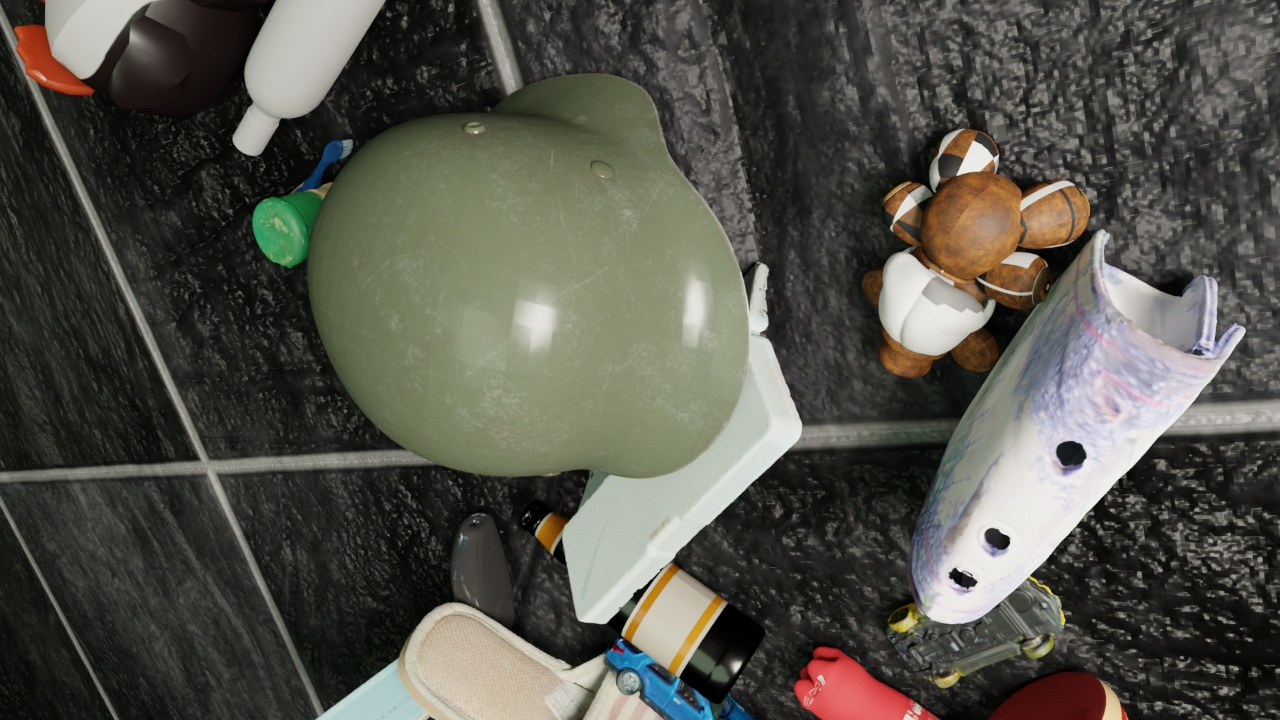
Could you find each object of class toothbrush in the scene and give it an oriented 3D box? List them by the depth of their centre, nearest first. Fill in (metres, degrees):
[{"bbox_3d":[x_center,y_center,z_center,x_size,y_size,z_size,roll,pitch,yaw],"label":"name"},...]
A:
[{"bbox_3d":[-0.244,-0.122,0.668,0.135,0.017,0.021,-33,89,40],"label":"toothbrush"}]

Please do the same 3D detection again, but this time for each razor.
[{"bbox_3d":[-0.132,0.181,0.720,0.064,0.052,0.141,13,117,22],"label":"razor"}]

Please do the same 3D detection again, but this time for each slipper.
[{"bbox_3d":[-0.047,0.254,0.653,0.263,0.114,0.052,31,131,-1],"label":"slipper"}]

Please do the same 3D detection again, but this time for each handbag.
[{"bbox_3d":[0.184,0.034,0.404,0.069,0.126,0.159,32,124,12],"label":"handbag"}]

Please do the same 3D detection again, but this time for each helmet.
[{"bbox_3d":[-0.077,-0.034,0.473,0.268,0.153,0.227,27,116,35],"label":"helmet"}]

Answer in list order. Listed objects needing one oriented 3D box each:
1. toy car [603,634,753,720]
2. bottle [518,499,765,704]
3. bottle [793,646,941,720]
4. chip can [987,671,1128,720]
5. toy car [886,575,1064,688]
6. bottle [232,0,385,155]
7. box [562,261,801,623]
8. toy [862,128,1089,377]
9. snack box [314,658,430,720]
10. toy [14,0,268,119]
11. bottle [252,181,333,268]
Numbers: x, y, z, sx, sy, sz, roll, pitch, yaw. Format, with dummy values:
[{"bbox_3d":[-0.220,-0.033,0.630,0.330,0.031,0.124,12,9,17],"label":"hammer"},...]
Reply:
[{"bbox_3d":[0.029,0.230,0.640,0.120,0.056,0.044,38,104,17],"label":"toy car"},{"bbox_3d":[-0.006,0.154,0.623,0.182,0.059,0.059,33,126,15],"label":"bottle"},{"bbox_3d":[0.162,0.231,0.566,0.141,0.041,0.042,32,125,15],"label":"bottle"},{"bbox_3d":[0.280,0.276,0.488,0.213,0.086,0.087,49,128,1],"label":"chip can"},{"bbox_3d":[0.188,0.149,0.518,0.107,0.030,0.049,-37,89,40],"label":"toy car"},{"bbox_3d":[-0.216,-0.200,0.587,0.196,0.052,0.052,-37,90,38],"label":"bottle"},{"bbox_3d":[0.013,0.047,0.517,0.044,0.135,0.198,23,130,-22],"label":"box"},{"bbox_3d":[0.147,-0.042,0.436,0.087,0.067,0.113,41,145,27],"label":"toy"},{"bbox_3d":[-0.198,0.275,0.729,0.053,0.174,0.075,50,128,10],"label":"snack box"},{"bbox_3d":[-0.276,-0.246,0.576,0.184,0.140,0.159,-31,62,29],"label":"toy"},{"bbox_3d":[-0.190,-0.094,0.585,0.043,0.110,0.043,14,118,27],"label":"bottle"}]
